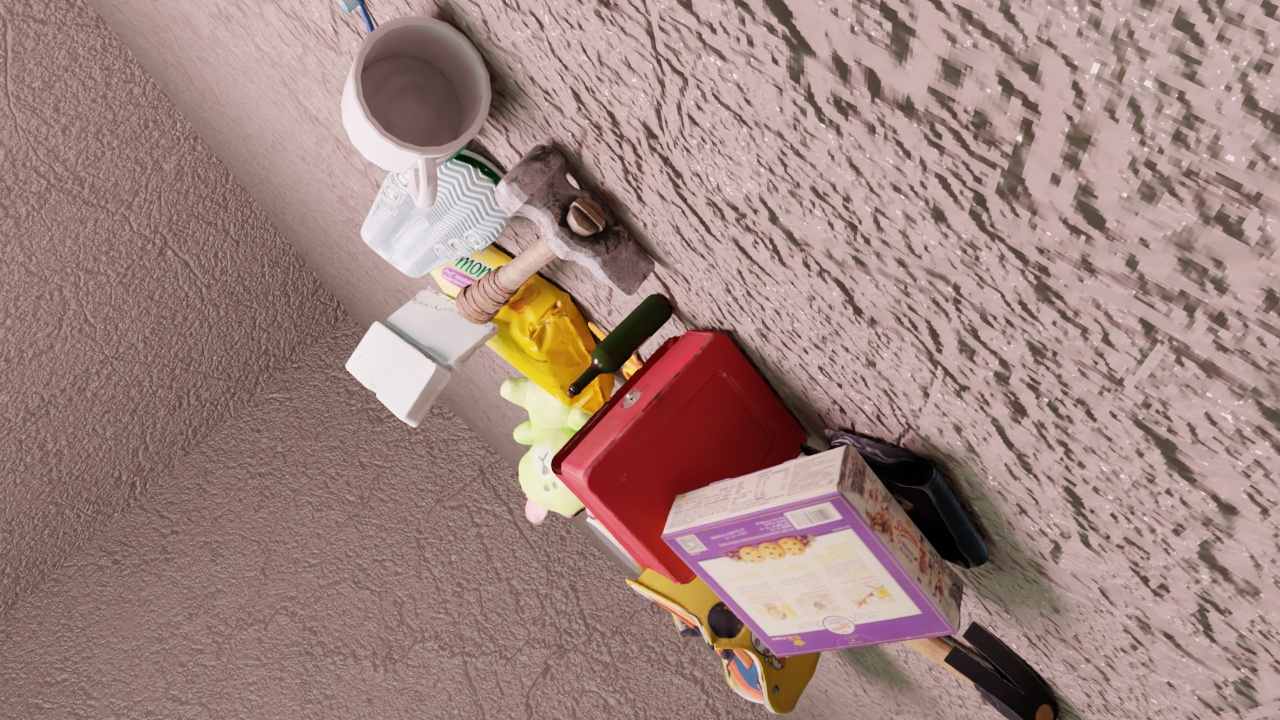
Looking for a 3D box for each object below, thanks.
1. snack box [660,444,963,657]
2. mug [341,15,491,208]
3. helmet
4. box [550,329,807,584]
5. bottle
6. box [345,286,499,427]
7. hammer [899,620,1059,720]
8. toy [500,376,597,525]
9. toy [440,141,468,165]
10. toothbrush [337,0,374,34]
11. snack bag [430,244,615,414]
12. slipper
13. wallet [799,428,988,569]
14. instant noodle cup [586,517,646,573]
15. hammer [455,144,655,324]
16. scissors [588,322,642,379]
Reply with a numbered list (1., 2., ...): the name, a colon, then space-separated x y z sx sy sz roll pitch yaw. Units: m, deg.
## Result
1. snack box: 0.113 0.134 0.611 0.144 0.040 0.148 -23 119 38
2. mug: -0.159 -0.169 0.649 0.090 0.091 0.121 -172 77 -68
3. helmet: 0.116 0.291 1.089 0.240 0.139 0.209 43 165 4
4. box: 0.031 0.069 0.689 0.129 0.157 0.093 48 160 -18
5. bottle: -0.018 -0.009 0.703 0.025 0.106 0.025 42 166 13
6. box: -0.238 -0.014 0.971 0.041 0.134 0.197 43 171 -37
7. hammer: 0.232 0.238 0.837 0.306 0.040 0.132 26 159 54
8. toy: -0.099 0.107 1.168 0.150 0.107 0.196 -16 85 35
9. toy: -0.184 -0.196 0.716 0.033 0.084 0.105 -17 119 42
10. toothbrush: -0.213 -0.251 0.758 0.021 0.017 0.135 38 164 35
11. snack bag: -0.134 -0.044 1.006 0.247 0.068 0.160 34 160 37
12. slipper: -0.194 -0.145 0.865 0.104 0.074 0.246 41 151 -20
13. wallet: 0.169 0.090 0.613 0.089 0.026 0.115 52 163 -29
14. instant noodle cup: 0.007 0.190 1.152 0.123 0.121 0.123 42 165 13
15. hammer: -0.100 -0.075 0.772 0.121 0.048 0.320 43 156 -13
16. scissors: -0.001 0.007 0.893 0.128 0.011 0.125 33 163 35
